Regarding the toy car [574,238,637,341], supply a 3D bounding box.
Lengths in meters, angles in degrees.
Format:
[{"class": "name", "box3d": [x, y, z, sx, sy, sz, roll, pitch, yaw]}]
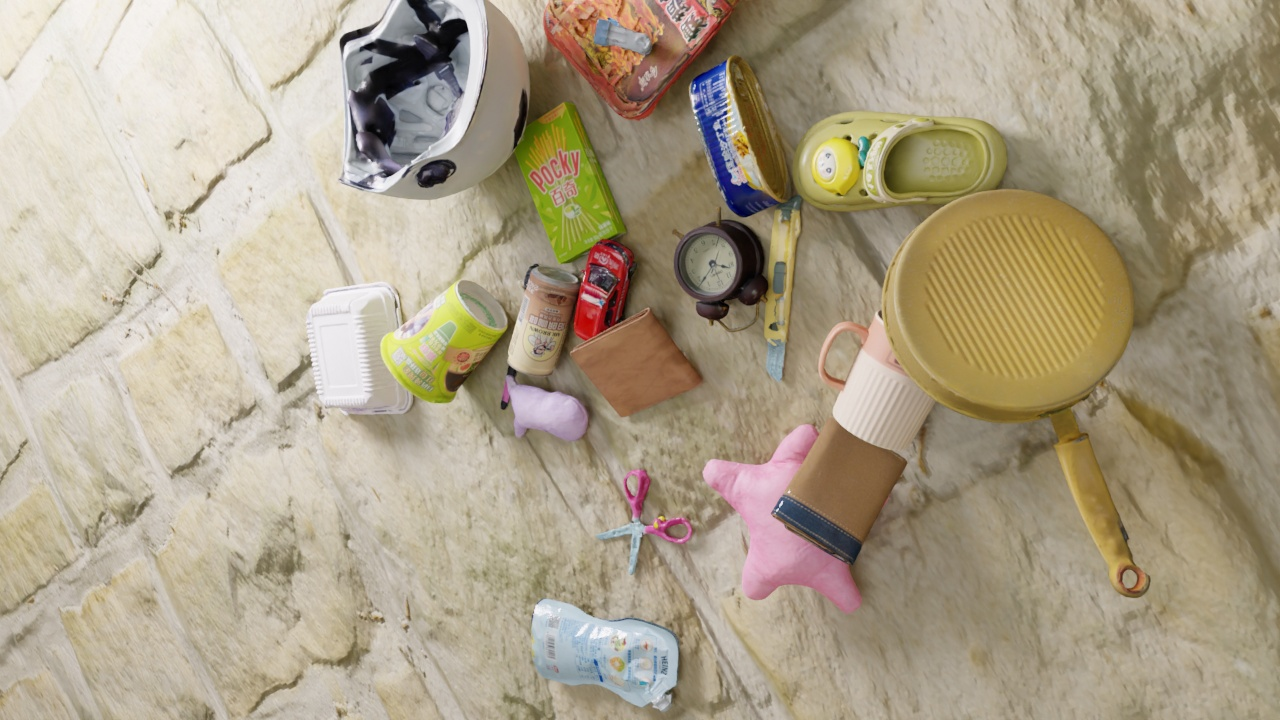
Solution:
[{"class": "toy car", "box3d": [-0.041, -0.072, 0.996, 0.053, 0.045, 0.121, 25, 120, 18]}]

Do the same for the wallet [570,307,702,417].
[{"class": "wallet", "box3d": [-0.006, 0.006, 0.992, 0.116, 0.020, 0.101, -25, 112, 33]}]

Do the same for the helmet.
[{"class": "helmet", "box3d": [-0.207, -0.278, 0.994, 0.259, 0.145, 0.228, -19, 71, 33]}]

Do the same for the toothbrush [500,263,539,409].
[{"class": "toothbrush", "box3d": [-0.146, -0.025, 1.088, 0.014, 0.017, 0.189, 24, 111, 22]}]

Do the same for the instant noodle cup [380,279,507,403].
[{"class": "instant noodle cup", "box3d": [-0.225, -0.028, 1.085, 0.124, 0.111, 0.111, -42, 78, 21]}]

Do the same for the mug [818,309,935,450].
[{"class": "mug", "box3d": [0.220, 0.013, 0.845, 0.114, 0.081, 0.106, 22, 112, 2]}]

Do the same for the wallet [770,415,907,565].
[{"class": "wallet", "box3d": [0.188, 0.121, 0.866, 0.090, 0.033, 0.115, 31, 80, 4]}]

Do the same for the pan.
[{"class": "pan", "box3d": [0.336, 0.027, 0.761, 0.198, 0.078, 0.357, -23, 76, 0]}]

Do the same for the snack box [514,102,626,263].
[{"class": "snack box", "box3d": [-0.081, -0.195, 1.015, 0.086, 0.026, 0.156, -23, 87, 30]}]

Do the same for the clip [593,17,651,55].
[{"class": "clip", "box3d": [-0.015, -0.307, 0.875, 0.058, 0.045, 0.027, 24, 113, 11]}]

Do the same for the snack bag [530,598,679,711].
[{"class": "snack bag", "box3d": [-0.041, 0.348, 1.085, 0.191, 0.038, 0.110, 5, 96, 27]}]

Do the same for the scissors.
[{"class": "scissors", "box3d": [-0.003, 0.183, 1.047, 0.134, 0.017, 0.131, -18, 92, 34]}]

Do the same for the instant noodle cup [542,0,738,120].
[{"class": "instant noodle cup", "box3d": [0.008, -0.349, 0.907, 0.189, 0.079, 0.164, -45, 76, 27]}]

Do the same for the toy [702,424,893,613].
[{"class": "toy", "box3d": [0.168, 0.163, 0.915, 0.179, 0.074, 0.194, -20, 91, 19]}]

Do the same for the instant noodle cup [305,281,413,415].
[{"class": "instant noodle cup", "box3d": [-0.373, -0.010, 1.193, 0.138, 0.060, 0.173, -3, 99, 29]}]

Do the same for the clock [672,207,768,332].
[{"class": "clock", "box3d": [0.083, -0.088, 0.926, 0.082, 0.055, 0.122, -23, 89, 30]}]

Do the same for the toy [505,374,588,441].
[{"class": "toy", "box3d": [-0.108, 0.063, 1.070, 0.108, 0.038, 0.084, 9, 121, 24]}]

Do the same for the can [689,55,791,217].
[{"class": "can", "box3d": [0.097, -0.215, 0.886, 0.049, 0.074, 0.148, -19, 89, 34]}]

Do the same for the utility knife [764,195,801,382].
[{"class": "utility knife", "box3d": [0.142, -0.071, 0.923, 0.031, 0.020, 0.188, 11, 109, 33]}]

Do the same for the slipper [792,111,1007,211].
[{"class": "slipper", "box3d": [0.223, -0.180, 0.818, 0.191, 0.081, 0.091, 5, 99, 26]}]

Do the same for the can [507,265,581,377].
[{"class": "can", "box3d": [-0.110, -0.044, 1.039, 0.058, 0.058, 0.116, 27, 111, 23]}]
